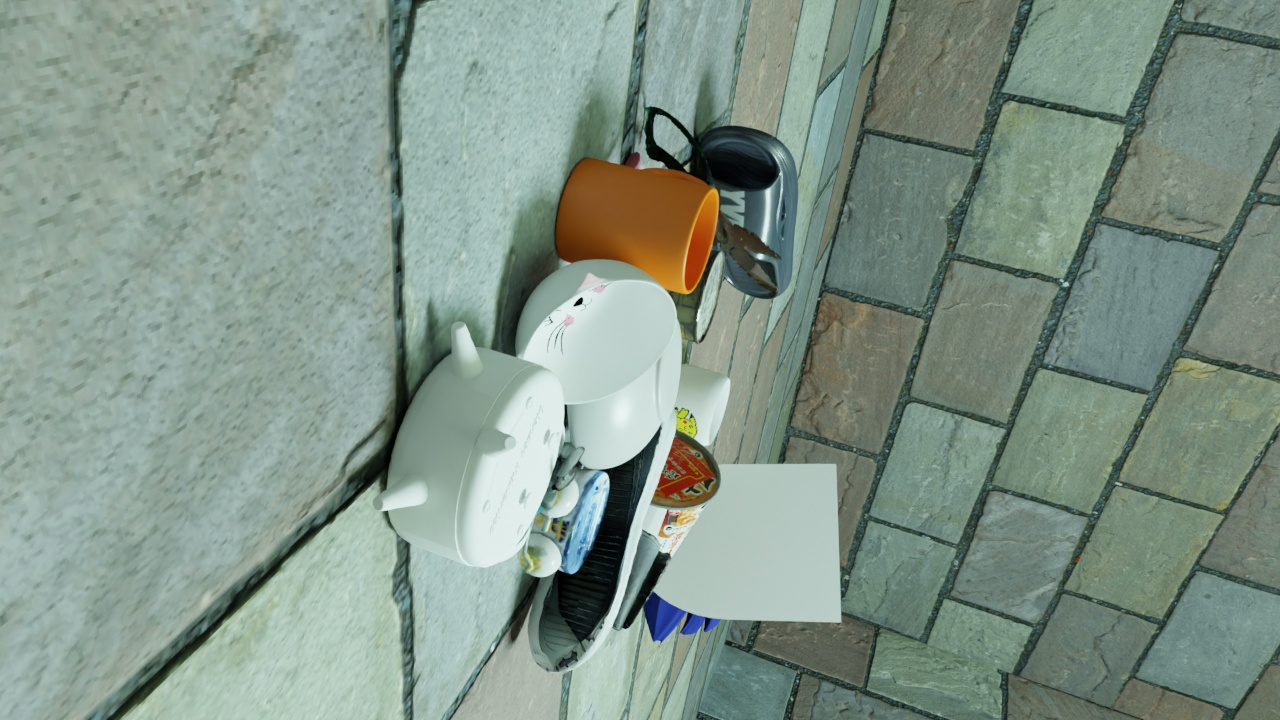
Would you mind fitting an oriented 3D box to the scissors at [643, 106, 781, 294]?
[{"bbox_3d":[0.046,-0.097,0.734,0.015,0.209,0.138,-14,143,-29],"label":"scissors"}]

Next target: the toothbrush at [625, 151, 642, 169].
[{"bbox_3d":[-0.022,-0.109,0.722,0.016,0.022,0.134,63,42,-56],"label":"toothbrush"}]

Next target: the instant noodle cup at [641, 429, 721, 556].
[{"bbox_3d":[0.006,0.151,0.955,0.123,0.123,0.122,-53,164,-55],"label":"instant noodle cup"}]

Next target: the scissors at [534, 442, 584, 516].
[{"bbox_3d":[-0.069,0.088,0.664,0.126,0.019,0.154,-58,-168,17],"label":"scissors"}]

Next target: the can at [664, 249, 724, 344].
[{"bbox_3d":[0.031,-0.068,0.863,0.090,0.075,0.090,16,89,-77],"label":"can"}]

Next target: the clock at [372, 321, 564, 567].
[{"bbox_3d":[-0.088,0.060,0.552,0.161,0.073,0.125,69,40,-68],"label":"clock"}]

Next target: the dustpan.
[{"bbox_3d":[0.120,0.231,1.172,0.053,0.258,0.191,54,36,-72],"label":"dustpan"}]

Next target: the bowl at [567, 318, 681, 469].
[{"bbox_3d":[-0.004,0.004,0.759,0.176,0.066,0.176,6,89,-78],"label":"bowl"}]

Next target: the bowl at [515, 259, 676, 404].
[{"bbox_3d":[-0.037,-0.027,0.632,0.114,0.050,0.115,-20,142,-16],"label":"bowl"}]

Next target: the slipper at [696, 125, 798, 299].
[{"bbox_3d":[0.104,-0.138,0.983,0.083,0.111,0.268,-58,155,-23],"label":"slipper"}]

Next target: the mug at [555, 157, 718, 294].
[{"bbox_3d":[0.005,-0.108,0.669,0.078,0.096,0.112,91,21,-46],"label":"mug"}]

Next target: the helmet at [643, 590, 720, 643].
[{"bbox_3d":[0.115,0.289,1.278,0.148,0.228,0.241,100,5,-69],"label":"helmet"}]

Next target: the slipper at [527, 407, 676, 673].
[{"bbox_3d":[-0.023,0.158,0.836,0.063,0.111,0.263,28,72,-41],"label":"slipper"}]

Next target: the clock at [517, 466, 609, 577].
[{"bbox_3d":[-0.067,0.130,0.758,0.125,0.052,0.089,-1,108,-75],"label":"clock"}]

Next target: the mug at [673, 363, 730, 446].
[{"bbox_3d":[0.066,0.063,1.156,0.094,0.068,0.116,-56,158,-50],"label":"mug"}]
